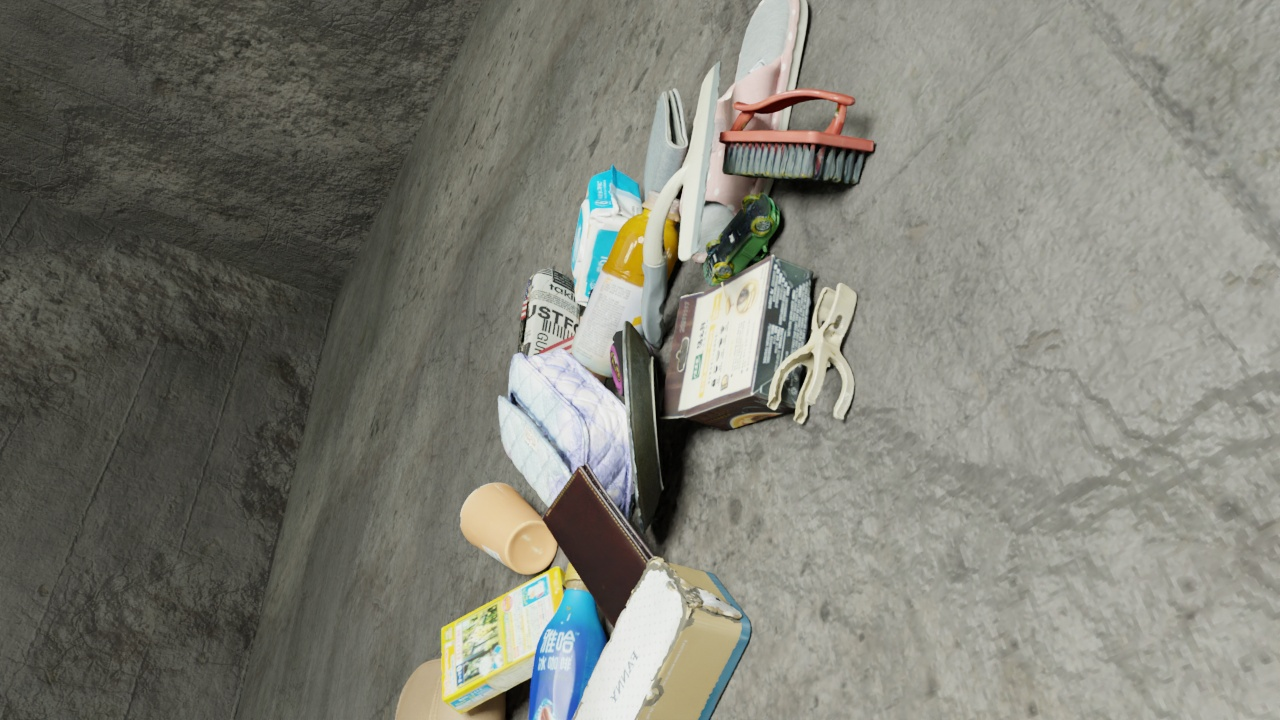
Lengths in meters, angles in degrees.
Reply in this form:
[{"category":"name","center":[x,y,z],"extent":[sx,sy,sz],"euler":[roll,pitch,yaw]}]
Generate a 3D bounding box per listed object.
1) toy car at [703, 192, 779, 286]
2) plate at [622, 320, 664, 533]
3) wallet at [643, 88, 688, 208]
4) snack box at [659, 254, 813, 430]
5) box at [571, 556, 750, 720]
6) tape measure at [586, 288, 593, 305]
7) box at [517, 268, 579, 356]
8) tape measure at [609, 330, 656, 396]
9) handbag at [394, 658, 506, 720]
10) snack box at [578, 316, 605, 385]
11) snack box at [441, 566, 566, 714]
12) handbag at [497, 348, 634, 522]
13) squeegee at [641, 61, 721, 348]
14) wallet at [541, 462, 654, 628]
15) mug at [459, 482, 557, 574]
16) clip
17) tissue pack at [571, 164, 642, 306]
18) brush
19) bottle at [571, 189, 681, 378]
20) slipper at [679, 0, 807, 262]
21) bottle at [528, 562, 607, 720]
[{"category":"toy car","center":[0.088,-0.101,0.786],"extent":[0.091,0.036,0.043],"euler":[-53,28,34]},{"category":"plate","center":[0.005,0.053,0.771],"extent":[0.179,0.024,0.179],"euler":[-1,-95,-88]},{"category":"wallet","center":[0.027,-0.202,0.959],"extent":[0.130,0.037,0.106],"euler":[104,169,-49]},{"category":"snack box","center":[0.075,-0.010,0.724],"extent":[0.126,0.053,0.113],"euler":[-27,49,61]},{"category":"box","center":[0.008,0.242,0.673],"extent":[0.184,0.059,0.090],"euler":[-66,24,12]},{"category":"tape measure","center":[-0.035,-0.047,0.975],"extent":[0.025,0.054,0.058],"euler":[-133,52,-62]},{"category":"box","center":[-0.100,-0.033,1.024],"extent":[0.058,0.071,0.164],"euler":[-20,53,29]},{"category":"tape measure","center":[-0.005,0.005,0.880],"extent":[0.057,0.039,0.058],"euler":[-114,17,-45]},{"category":"handbag","center":[-0.188,0.400,0.912],"extent":[0.148,0.099,0.204],"euler":[-38,39,37]},{"category":"snack box","center":[-0.069,0.026,1.024],"extent":[0.085,0.026,0.157],"euler":[1,73,64]},{"category":"snack box","center":[-0.125,0.265,0.875],"extent":[0.140,0.034,0.086],"euler":[-28,35,6]},{"category":"handbag","center":[-0.077,0.076,0.887],"extent":[0.194,0.075,0.134],"euler":[38,131,56]},{"category":"squeegee","center":[0.020,-0.095,0.811],"extent":[0.247,0.039,0.245],"euler":[103,177,-50]},{"category":"wallet","center":[-0.032,0.158,0.769],"extent":[0.122,0.020,0.097],"euler":[52,135,18]},{"category":"mug","center":[-0.141,0.186,1.001],"extent":[0.123,0.078,0.078],"euler":[16,86,61]},{"category":"clip","center":[0.119,0.001,0.651],"extent":[0.093,0.035,0.103],"euler":[-41,33,45]},{"category":"tissue pack","center":[-0.038,-0.130,0.999],"extent":[0.089,0.063,0.140],"euler":[-95,16,-48]},{"category":"brush","center":[0.115,-0.179,0.734],"extent":[0.146,0.063,0.069],"euler":[23,109,57]},{"category":"bottle","center":[-0.009,-0.076,0.920],"extent":[0.190,0.068,0.068],"euler":[-67,25,12]},{"category":"slipper","center":[0.089,-0.223,0.852],"extent":[0.114,0.054,0.274],"euler":[7,79,64]},{"category":"bottle","center":[-0.063,0.280,0.775],"extent":[0.065,0.065,0.218],"euler":[-35,42,51]}]
